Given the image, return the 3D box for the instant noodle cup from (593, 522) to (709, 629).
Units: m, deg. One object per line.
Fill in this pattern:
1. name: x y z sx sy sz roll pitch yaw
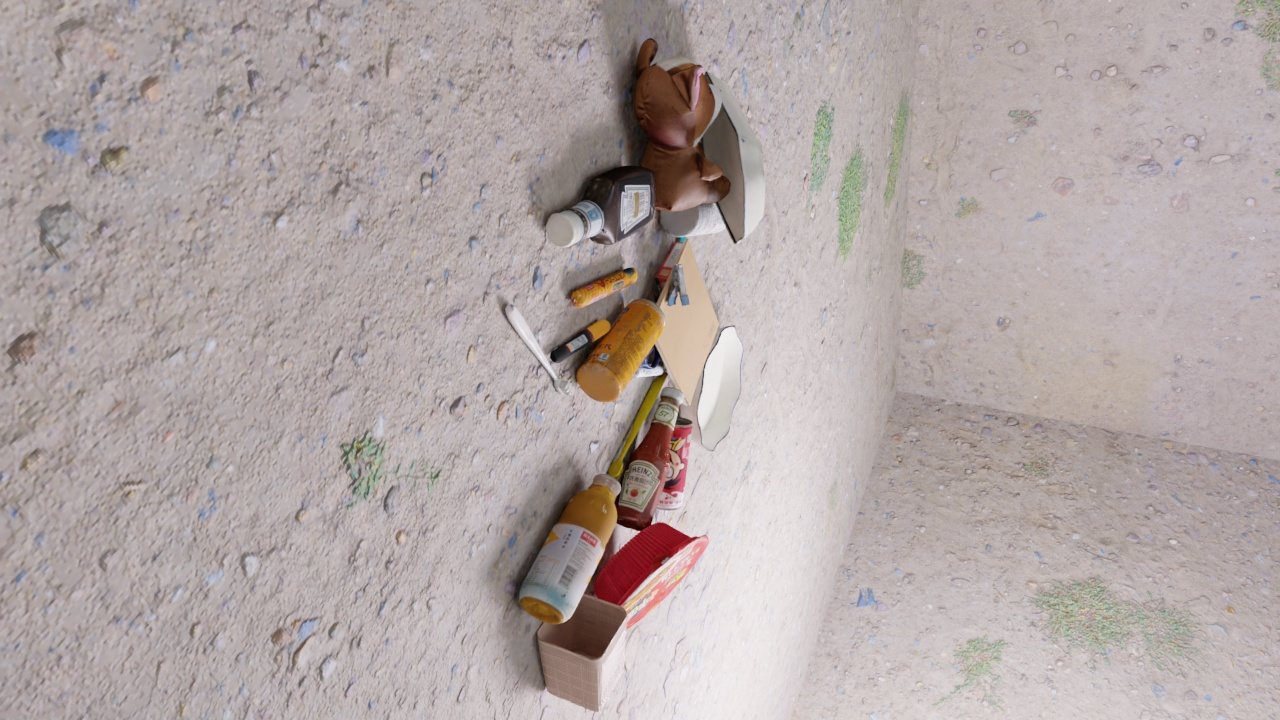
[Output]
1. instant noodle cup: 0.005 0.286 1.245 0.193 0.066 0.194 -38 159 -18

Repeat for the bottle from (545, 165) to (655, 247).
1. bottle: -0.042 -0.168 1.031 0.194 0.044 0.080 -39 135 -56

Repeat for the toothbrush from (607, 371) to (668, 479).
1. toothbrush: -0.002 0.088 1.275 0.017 0.016 0.189 80 30 -49

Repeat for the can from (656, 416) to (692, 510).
1. can: 0.044 0.152 1.360 0.053 0.053 0.133 -17 116 -65

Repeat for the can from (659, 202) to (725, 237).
1. can: 0.080 -0.204 1.280 0.146 0.058 0.058 -23 121 -63

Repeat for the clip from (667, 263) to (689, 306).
1. clip: 0.051 -0.100 1.217 0.027 0.045 0.058 -11 100 -60

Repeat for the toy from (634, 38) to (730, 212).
1. toy: 0.050 -0.279 1.101 0.130 0.140 0.200 -36 135 -21

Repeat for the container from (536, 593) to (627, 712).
1. container: -0.071 0.367 1.149 0.090 0.090 0.111 -50 147 -50

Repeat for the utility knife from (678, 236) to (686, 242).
1. utility knife: 0.073 -0.131 1.353 0.151 0.013 0.029 72 34 -49

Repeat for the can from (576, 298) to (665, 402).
1. can: -0.022 -0.014 1.126 0.145 0.058 0.058 -56 148 -44

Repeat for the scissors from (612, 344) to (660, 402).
1. scissors: -0.010 -0.007 1.186 0.173 0.012 0.125 -4 89 -66

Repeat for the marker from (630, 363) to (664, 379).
1. marker: 0.001 0.016 1.247 0.023 0.018 0.130 -63 160 13

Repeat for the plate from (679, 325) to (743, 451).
1. plate: 0.115 0.043 1.492 0.204 0.046 0.205 10 90 -68

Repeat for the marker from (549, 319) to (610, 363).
1. marker: -0.070 -0.022 1.066 0.018 0.015 0.123 57 34 -3

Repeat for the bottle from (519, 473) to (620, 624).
1. bottle: -0.077 0.218 1.089 0.068 0.068 0.189 76 33 -45

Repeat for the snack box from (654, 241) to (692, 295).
1. snack box: 0.059 -0.088 1.322 0.076 0.027 0.156 -61 151 -34

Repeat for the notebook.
1. notebook: 0.066 -0.050 1.305 0.149 0.012 0.211 -67 153 -25

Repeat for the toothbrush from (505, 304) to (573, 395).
1. toothbrush: -0.107 -0.008 0.983 0.180 0.016 0.016 63 41 -56

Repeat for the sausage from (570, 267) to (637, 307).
1. sausage: -0.041 -0.088 1.095 0.164 0.021 0.021 -34 130 -60

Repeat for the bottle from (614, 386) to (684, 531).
1. bottle: 0.016 0.134 1.283 0.060 0.060 0.205 57 48 -59

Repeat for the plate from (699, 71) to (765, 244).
1. plate: 0.117 -0.266 1.191 0.265 0.034 0.162 -104 -172 -49
